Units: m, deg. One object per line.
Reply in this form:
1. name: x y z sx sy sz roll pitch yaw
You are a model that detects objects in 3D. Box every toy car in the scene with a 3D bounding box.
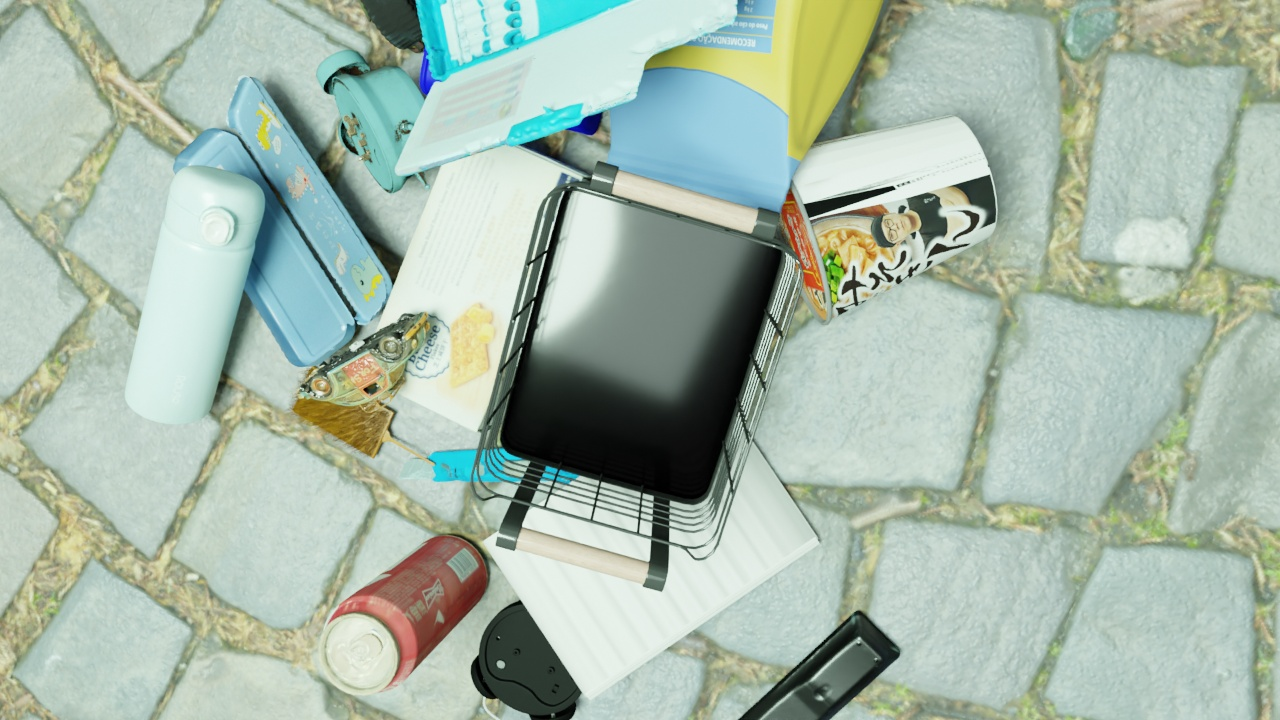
1. toy car: -0.192 0.007 0.660 0.112 0.047 0.047 -26 112 18

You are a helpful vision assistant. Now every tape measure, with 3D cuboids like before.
1. tape measure: -0.183 -0.263 0.679 0.038 0.062 0.067 -24 92 12

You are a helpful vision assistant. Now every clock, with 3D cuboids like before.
1. clock: -0.084 0.238 0.724 0.091 0.042 0.121 25 100 7
2. clock: -0.195 -0.178 0.676 0.053 0.090 0.124 -30 57 -21

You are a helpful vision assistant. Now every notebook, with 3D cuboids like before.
1. notebook: 0.009 0.136 0.689 0.209 0.009 0.142 -34 89 -2

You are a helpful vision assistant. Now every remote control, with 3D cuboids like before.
1. remote control: 0.129 0.258 0.698 0.047 0.022 0.150 43 102 3

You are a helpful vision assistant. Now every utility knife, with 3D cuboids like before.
1. utility knife: -0.110 0.085 0.728 0.175 0.015 0.031 -3 91 12

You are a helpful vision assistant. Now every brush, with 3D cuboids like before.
1. brush: -0.225 0.052 0.739 0.126 0.017 0.048 28 100 10

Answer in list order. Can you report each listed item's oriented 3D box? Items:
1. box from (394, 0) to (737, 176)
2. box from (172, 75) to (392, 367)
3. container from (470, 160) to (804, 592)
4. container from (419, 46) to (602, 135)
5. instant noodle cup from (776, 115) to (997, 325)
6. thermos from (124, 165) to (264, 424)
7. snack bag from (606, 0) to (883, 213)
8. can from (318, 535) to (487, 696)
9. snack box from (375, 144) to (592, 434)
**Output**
1. box: -0.042 -0.204 0.539 0.228 0.071 0.181 -9 75 30
2. box: -0.278 -0.106 0.720 0.128 0.034 0.209 -37 85 25
3. container: -0.004 0.003 0.598 0.163 0.130 0.241 16 103 -1
4. container: -0.083 -0.216 0.656 0.113 0.084 0.085 15 100 7
5. instant noodle cup: 0.160 -0.102 0.613 0.122 0.123 0.123 -20 92 2
6. thermos: -0.343 -0.050 0.706 0.065 0.078 0.207 13 117 -28
7. snack bag: 0.057 -0.207 0.584 0.159 0.102 0.205 22 100 39
8. can: -0.167 0.180 0.668 0.067 0.170 0.067 1 96 9
9. snack box: -0.120 -0.061 0.692 0.104 0.057 0.208 25 99 8
